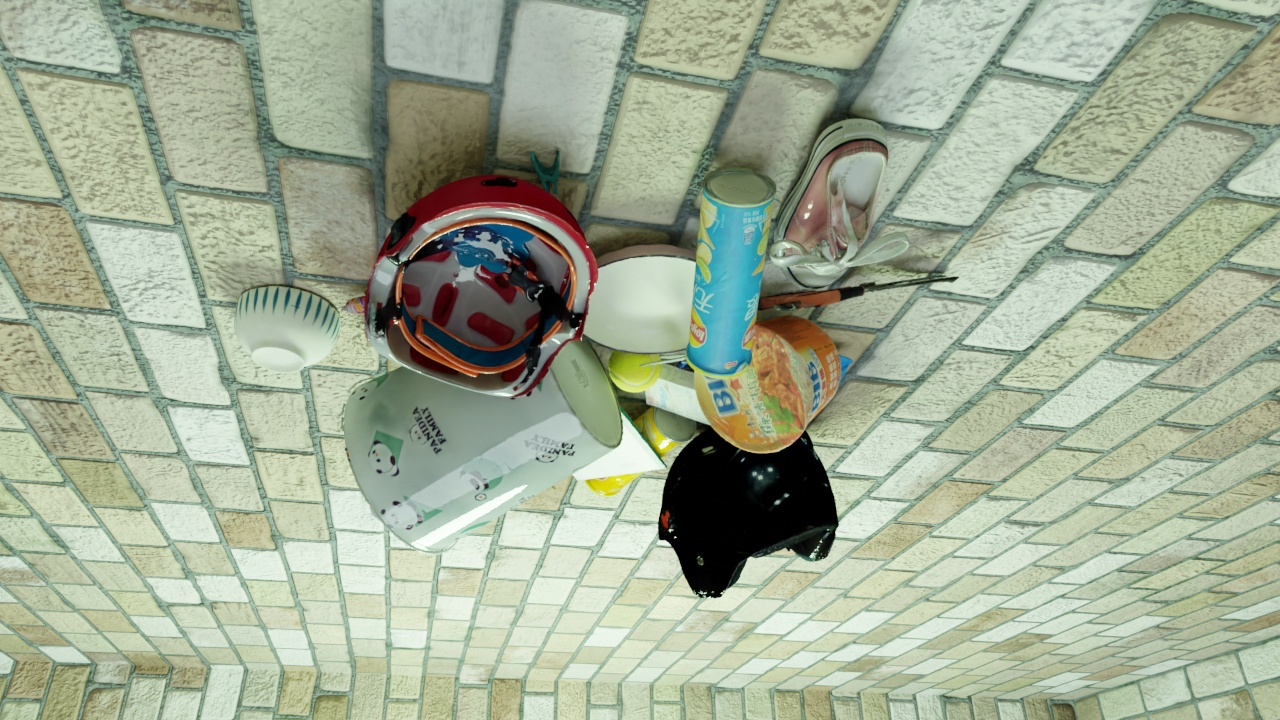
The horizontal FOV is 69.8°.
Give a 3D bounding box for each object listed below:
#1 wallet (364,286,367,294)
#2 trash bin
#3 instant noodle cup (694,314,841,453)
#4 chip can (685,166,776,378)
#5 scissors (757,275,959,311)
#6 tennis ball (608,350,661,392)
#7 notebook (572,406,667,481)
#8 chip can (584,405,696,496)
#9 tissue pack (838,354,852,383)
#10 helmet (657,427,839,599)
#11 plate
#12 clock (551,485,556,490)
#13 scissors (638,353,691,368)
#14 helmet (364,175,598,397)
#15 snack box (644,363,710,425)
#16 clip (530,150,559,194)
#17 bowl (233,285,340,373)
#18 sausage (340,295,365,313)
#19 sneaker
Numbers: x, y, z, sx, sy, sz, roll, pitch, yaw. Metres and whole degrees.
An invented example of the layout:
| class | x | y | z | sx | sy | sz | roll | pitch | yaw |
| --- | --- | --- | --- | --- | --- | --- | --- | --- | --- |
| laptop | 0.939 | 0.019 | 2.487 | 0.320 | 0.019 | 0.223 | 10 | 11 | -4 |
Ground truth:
| class | x | y | z | sx | sy | sz | roll | pitch | yaw |
| --- | --- | --- | --- | --- | --- | --- | --- | --- | --- |
| wallet | -0.244 | -0.060 | 1.055 | 0.115 | 0.020 | 0.101 | -4 | 148 | 10 |
| trash bin | -0.172 | 0.072 | 1.065 | 0.252 | 0.229 | 0.229 | -26 | 143 | 14 |
| instant noodle cup | 0.154 | 0.018 | 1.057 | 0.152 | 0.151 | 0.111 | -31 | 176 | 40 |
| chip can | 0.087 | -0.082 | 0.913 | 0.071 | 0.071 | 0.211 | 1 | 131 | -2 |
| scissors | 0.225 | -0.074 | 0.998 | 0.223 | 0.015 | 0.189 | -13 | -173 | -40 |
| tennis ball | -0.007 | 0.007 | 1.125 | 0.065 | 0.065 | 0.066 | -1 | 149 | 0 |
| notebook | -0.074 | 0.097 | 1.236 | 0.151 | 0.012 | 0.209 | -11 | 137 | 27 |
| chip can | -0.005 | 0.128 | 1.320 | 0.072 | 0.072 | 0.214 | 16 | 146 | -26 |
| tissue pack | 0.189 | 0.028 | 1.177 | 0.095 | 0.052 | 0.158 | 15 | 146 | -25 |
| helmet | 0.143 | 0.197 | 1.296 | 0.233 | 0.230 | 0.275 | -6 | 180 | -39 |
| plate | 0.012 | -0.072 | 1.019 | 0.192 | 0.039 | 0.193 | -1 | 149 | -1 |
| clock | -0.192 | 0.129 | 1.281 | 0.158 | 0.117 | 0.060 | 19 | 134 | -33 |
| scissors | 0.050 | -0.002 | 1.098 | 0.169 | 0.012 | 0.144 | -14 | 171 | -25 |
| helmet | -0.150 | -0.093 | 0.889 | 0.206 | 0.143 | 0.241 | 21 | 127 | -29 |
| snack box | 0.081 | 0.051 | 1.183 | 0.157 | 0.026 | 0.085 | 19 | 152 | 15 |
| clip | -0.088 | -0.177 | 0.867 | 0.037 | 0.013 | 0.055 | -1 | 147 | 1 |
| bowl | -0.411 | -0.028 | 1.059 | 0.116 | 0.066 | 0.117 | 0 | 149 | 0 |
| sausage | -0.262 | -0.067 | 1.008 | 0.156 | 0.020 | 0.020 | -5 | 149 | 16 |
| sneaker | 0.185 | -0.123 | 0.885 | 0.118 | 0.087 | 0.241 | 1 | 154 | -3 |
